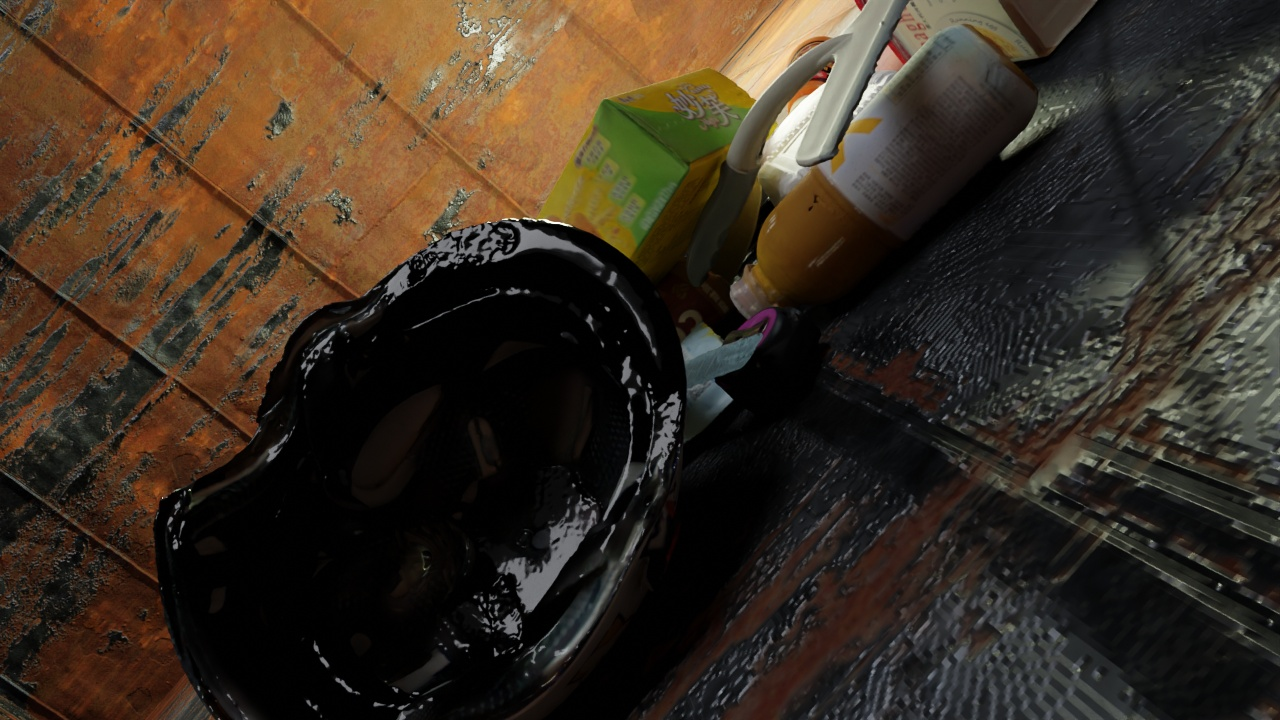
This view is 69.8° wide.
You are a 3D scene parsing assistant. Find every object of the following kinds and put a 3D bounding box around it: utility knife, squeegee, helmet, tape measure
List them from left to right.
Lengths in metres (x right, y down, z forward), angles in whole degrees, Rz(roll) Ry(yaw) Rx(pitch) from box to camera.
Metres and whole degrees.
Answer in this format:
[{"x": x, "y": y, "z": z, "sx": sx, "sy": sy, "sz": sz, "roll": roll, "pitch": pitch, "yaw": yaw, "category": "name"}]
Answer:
[{"x": -0.085, "y": 0.079, "z": 0.467, "sx": 0.273, "sy": 0.230, "sz": 0.157, "roll": -55, "pitch": -28, "yaw": -18, "category": "helmet"}, {"x": 0.003, "y": 0.018, "z": 0.547, "sx": 0.217, "sy": 0.022, "sz": 0.030, "roll": -17, "pitch": 53, "yaw": 51, "category": "utility knife"}, {"x": 0.071, "y": -0.121, "z": 0.547, "sx": 0.245, "sy": 0.039, "sz": 0.247, "roll": -61, "pitch": 4, "yaw": -36, "category": "squeegee"}, {"x": 0.067, "y": -0.002, "z": 0.500, "sx": 0.058, "sy": 0.039, "sz": 0.056, "roll": -33, "pitch": 20, "yaw": 52, "category": "tape measure"}]

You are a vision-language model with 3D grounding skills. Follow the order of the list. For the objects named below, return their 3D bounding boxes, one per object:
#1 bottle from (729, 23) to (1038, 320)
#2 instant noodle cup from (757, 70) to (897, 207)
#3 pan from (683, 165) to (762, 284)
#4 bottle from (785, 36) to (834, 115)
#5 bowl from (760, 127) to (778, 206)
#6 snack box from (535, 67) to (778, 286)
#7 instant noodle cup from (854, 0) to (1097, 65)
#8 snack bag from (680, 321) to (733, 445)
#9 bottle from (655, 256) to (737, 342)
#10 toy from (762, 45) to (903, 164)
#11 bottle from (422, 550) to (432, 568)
[{"x": 0.124, "y": -0.091, "z": 0.503, "sx": 0.190, "sy": 0.068, "sz": 0.067, "roll": -47, "pitch": 12, "yaw": 24, "category": "bottle"}, {"x": 0.139, "y": -0.139, "z": 0.624, "sx": 0.138, "sy": 0.060, "sz": 0.173, "roll": -47, "pitch": 11, "yaw": 11, "category": "instant noodle cup"}, {"x": -0.027, "y": -0.106, "z": 0.838, "sx": 0.359, "sy": 0.078, "sz": 0.197, "roll": -29, "pitch": 56, "yaw": 53, "category": "pan"}, {"x": 0.167, "y": -0.254, "z": 0.879, "sx": 0.067, "sy": 0.066, "sz": 0.149, "roll": -39, "pitch": 23, "yaw": 40, "category": "bottle"}, {"x": 0.100, "y": -0.187, "z": 0.852, "sx": 0.065, "sy": 0.118, "sz": 0.118, "roll": -8, "pitch": 22, "yaw": 8, "category": "bowl"}, {"x": -0.012, "y": -0.091, "z": 0.639, "sx": 0.211, "sy": 0.070, "sz": 0.157, "roll": -53, "pitch": -8, "yaw": 36, "category": "snack box"}, {"x": 0.215, "y": -0.240, "z": 0.568, "sx": 0.116, "sy": 0.116, "sz": 0.124, "roll": -48, "pitch": 25, "yaw": 3, "category": "instant noodle cup"}, {"x": -0.013, "y": 0.056, "z": 0.581, "sx": 0.191, "sy": 0.039, "sz": 0.110, "roll": -44, "pitch": 28, "yaw": 3, "category": "snack bag"}, {"x": -0.004, "y": 0.004, "z": 0.669, "sx": 0.174, "sy": 0.057, "sz": 0.057, "roll": -48, "pitch": 12, "yaw": -8, "category": "bottle"}, {"x": 0.160, "y": -0.203, "z": 0.744, "sx": 0.160, "sy": 0.054, "sz": 0.121, "roll": -47, "pitch": 8, "yaw": 30, "category": "toy"}, {"x": -0.160, "y": 0.161, "z": 0.707, "sx": 0.044, "sy": 0.080, "sz": 0.194, "roll": -26, "pitch": 27, "yaw": 48, "category": "bottle"}]
